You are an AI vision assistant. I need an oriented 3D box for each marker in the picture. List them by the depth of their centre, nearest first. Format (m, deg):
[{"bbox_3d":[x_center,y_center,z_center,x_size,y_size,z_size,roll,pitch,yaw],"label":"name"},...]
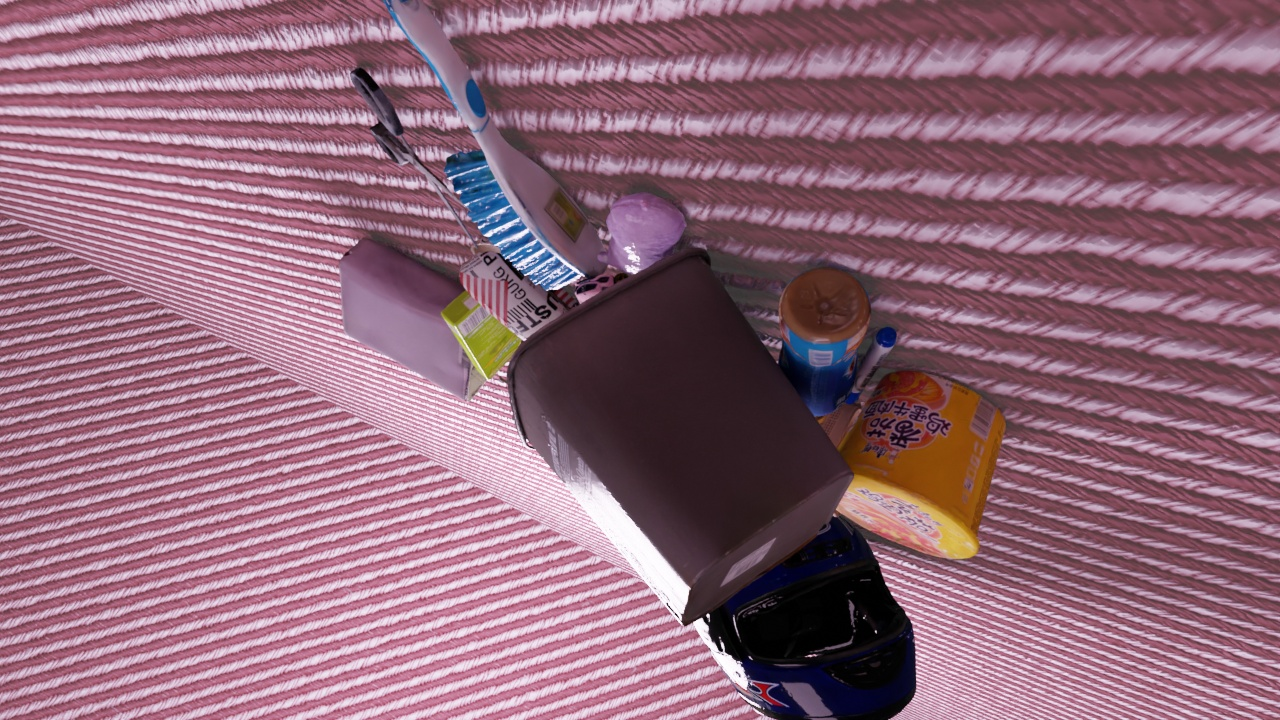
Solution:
[{"bbox_3d":[0.189,0.006,0.762,0.017,0.016,0.146,26,161,10],"label":"marker"}]

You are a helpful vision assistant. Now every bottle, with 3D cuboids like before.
[{"bbox_3d":[0.144,0.002,0.745,0.065,0.065,0.219,24,162,17],"label":"bottle"}]

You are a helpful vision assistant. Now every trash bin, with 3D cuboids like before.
[{"bbox_3d":[0.032,0.069,0.737,0.219,0.198,0.199,53,162,24],"label":"trash bin"}]

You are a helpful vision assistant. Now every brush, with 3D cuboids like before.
[{"bbox_3d":[-0.121,-0.165,0.726,0.110,0.060,0.314,3,147,43],"label":"brush"}]

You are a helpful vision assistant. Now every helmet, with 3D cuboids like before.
[{"bbox_3d":[0.199,0.301,1.160,0.316,0.247,0.240,165,90,-72],"label":"helmet"}]

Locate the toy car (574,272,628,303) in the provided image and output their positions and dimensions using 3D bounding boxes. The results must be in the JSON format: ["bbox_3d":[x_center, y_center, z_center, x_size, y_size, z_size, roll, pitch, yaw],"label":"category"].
[{"bbox_3d":[-0.004,-0.049,0.817,0.122,0.037,0.056,13,162,-40],"label":"toy car"}]

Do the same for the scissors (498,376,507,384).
[{"bbox_3d":[-0.077,0.077,1.155,0.221,0.015,0.189,38,-168,6],"label":"scissors"}]

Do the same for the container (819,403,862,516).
[{"bbox_3d":[0.156,0.083,0.903,0.111,0.089,0.090,19,159,35],"label":"container"}]

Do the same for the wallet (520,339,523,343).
[{"bbox_3d":[-0.100,0.022,1.066,0.107,0.031,0.132,-88,-26,-69],"label":"wallet"}]

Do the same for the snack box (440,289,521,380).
[{"bbox_3d":[-0.171,-0.042,1.059,0.026,0.085,0.156,40,166,19],"label":"snack box"}]

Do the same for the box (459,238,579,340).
[{"bbox_3d":[-0.112,-0.074,0.970,0.075,0.080,0.163,-29,124,32],"label":"box"}]

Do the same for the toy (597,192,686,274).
[{"bbox_3d":[0.005,-0.097,0.732,0.084,0.038,0.108,10,156,2],"label":"toy"}]

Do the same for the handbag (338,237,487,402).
[{"bbox_3d":[-0.274,-0.057,1.155,0.197,0.098,0.145,27,146,11],"label":"handbag"}]

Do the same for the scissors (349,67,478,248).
[{"bbox_3d":[-0.195,-0.171,0.789,0.181,0.014,0.159,60,164,-24],"label":"scissors"}]

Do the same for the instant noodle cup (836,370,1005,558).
[{"bbox_3d":[0.227,0.081,0.754,0.138,0.109,0.138,26,161,9],"label":"instant noodle cup"}]
